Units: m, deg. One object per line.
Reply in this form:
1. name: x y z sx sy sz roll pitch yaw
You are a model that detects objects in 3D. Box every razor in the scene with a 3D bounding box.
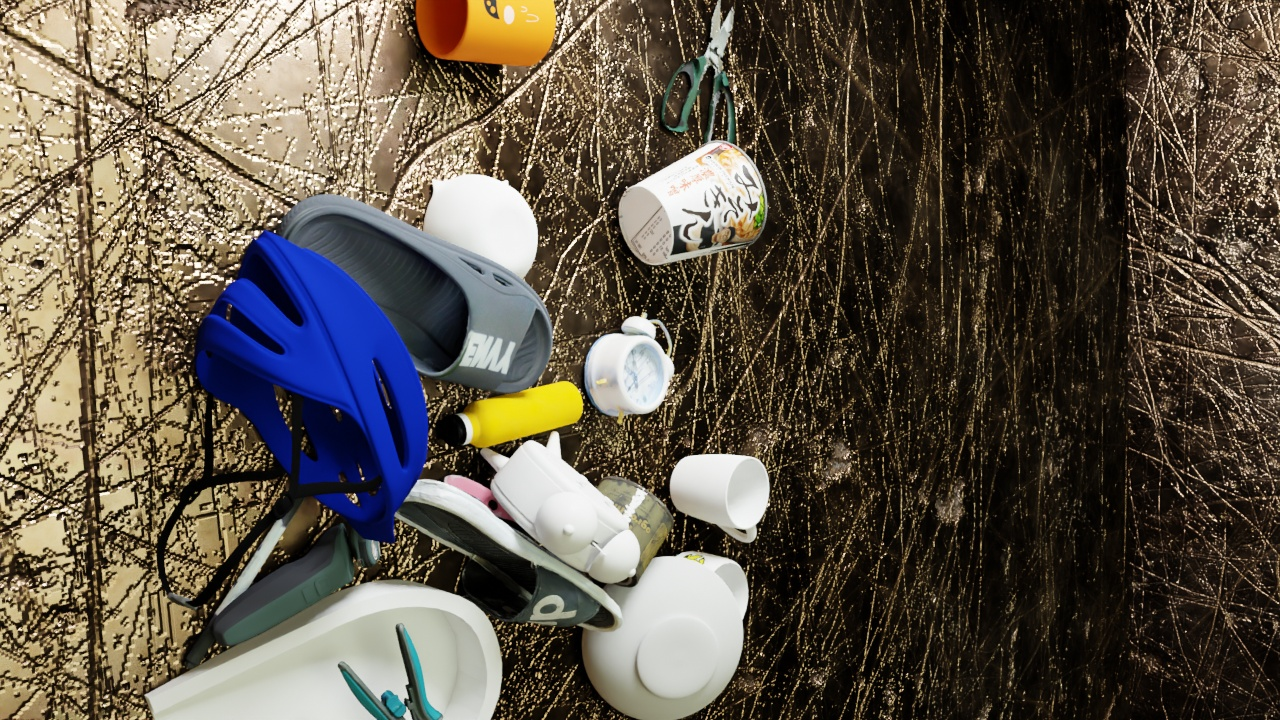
1. razor: -0.263 0.171 0.712 0.142 0.052 0.047 -32 123 -38

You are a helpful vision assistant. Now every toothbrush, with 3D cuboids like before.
1. toothbrush: -0.135 0.140 0.870 0.135 0.016 0.021 40 62 -40

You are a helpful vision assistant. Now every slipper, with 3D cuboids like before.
1. slipper: -0.168 -0.043 0.757 0.268 0.083 0.111 31 98 -38
2. slipper: -0.124 0.194 0.818 0.264 0.111 0.063 48 49 -33

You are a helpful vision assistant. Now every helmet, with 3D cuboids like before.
1. helmet: -0.256 0.050 0.640 0.227 0.148 0.242 -45 123 -41

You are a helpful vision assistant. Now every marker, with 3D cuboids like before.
1. marker: -0.299 0.163 0.701 0.011 0.011 0.151 47 59 -37

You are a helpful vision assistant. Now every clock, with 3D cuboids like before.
1. clock: -0.067 0.127 0.834 0.073 0.161 0.125 -49 129 -3
2. clock: -0.006 0.006 0.979 0.125 0.052 0.089 -52 125 -36

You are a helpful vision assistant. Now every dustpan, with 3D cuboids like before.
1. dustpan: -0.231 0.290 0.746 0.257 0.053 0.191 -25 109 -43

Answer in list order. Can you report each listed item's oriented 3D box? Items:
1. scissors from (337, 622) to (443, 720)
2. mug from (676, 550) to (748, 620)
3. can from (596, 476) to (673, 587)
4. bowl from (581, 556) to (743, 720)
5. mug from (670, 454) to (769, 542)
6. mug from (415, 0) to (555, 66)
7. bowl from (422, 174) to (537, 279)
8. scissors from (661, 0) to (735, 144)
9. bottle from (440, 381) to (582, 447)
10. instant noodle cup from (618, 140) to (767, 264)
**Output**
1. scissors: -0.195 0.281 0.748 0.154 0.019 0.126 27 81 -36
2. mug: 0.065 0.275 1.047 0.115 0.068 0.094 -46 122 -36
3. can: -0.023 0.175 0.935 0.074 0.090 0.090 -54 127 -31
4. bowl: 0.031 0.298 0.956 0.176 0.066 0.176 -1 96 -15
5. mug: 0.094 0.162 1.060 0.080 0.088 0.114 -40 119 -38
6. mug: -0.144 -0.318 0.813 0.095 0.078 0.112 -13 70 -46
7. bowl: -0.136 -0.114 0.835 0.114 0.051 0.114 -2 92 -47
8. scissors: 0.095 -0.330 1.098 0.137 0.015 0.209 38 66 -37
9. bottle: -0.120 0.052 0.862 0.143 0.043 0.043 -13 100 -46
10. instant noodle cup: 0.050 -0.162 0.991 0.121 0.124 0.124 -26 110 -34
